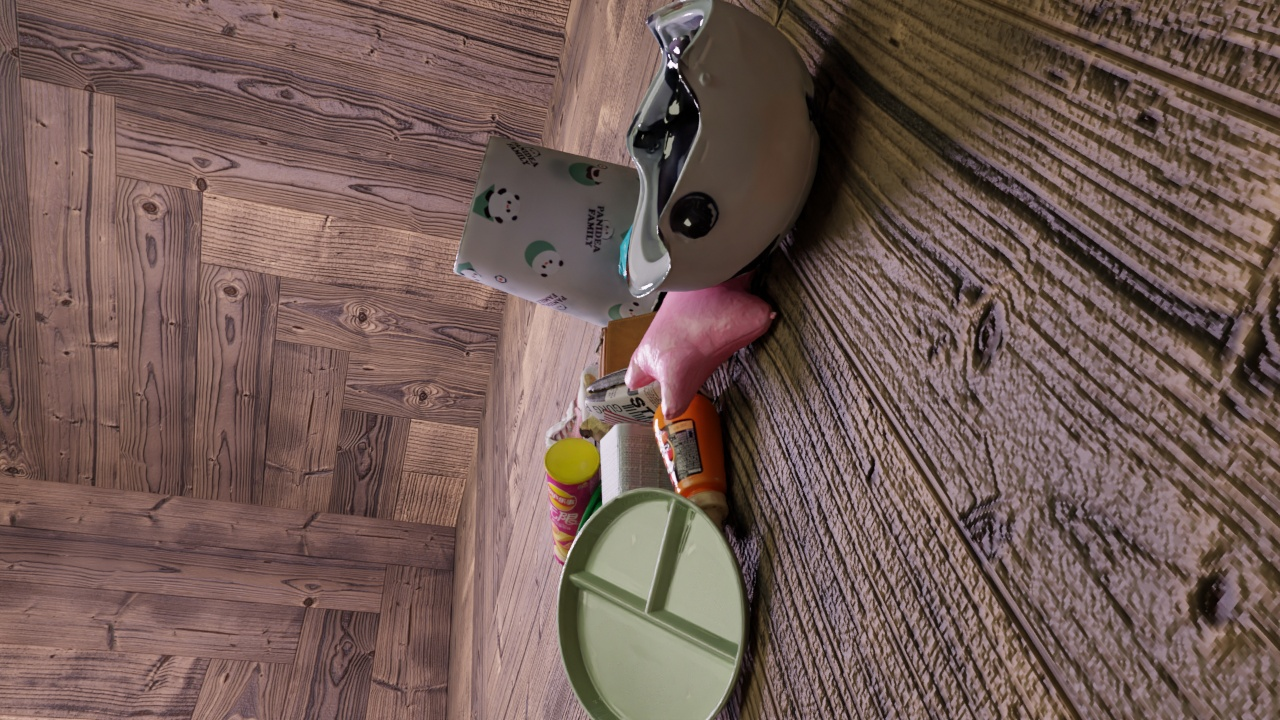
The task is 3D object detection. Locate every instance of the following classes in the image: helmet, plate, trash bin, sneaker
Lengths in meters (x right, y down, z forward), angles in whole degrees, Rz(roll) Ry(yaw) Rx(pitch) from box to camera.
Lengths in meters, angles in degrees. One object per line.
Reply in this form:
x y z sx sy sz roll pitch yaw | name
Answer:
0.073 -0.176 0.800 0.228 0.146 0.259 -107 23 -63 | helmet
0.009 0.231 0.834 0.231 0.027 0.230 -13 71 42 | plate
-0.099 -0.169 1.200 0.230 0.252 0.229 -165 91 -78 | trash bin
-0.089 0.110 1.277 0.118 0.088 0.241 -76 -7 -56 | sneaker

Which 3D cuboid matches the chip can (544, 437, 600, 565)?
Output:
-0.088 0.197 1.231 0.211 0.071 0.071 92 175 -46 | chip can

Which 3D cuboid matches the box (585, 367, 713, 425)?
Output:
0.008 0.020 0.986 0.164 0.075 0.082 -14 53 45 | box

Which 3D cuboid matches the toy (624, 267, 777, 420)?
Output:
0.059 -0.029 0.871 0.179 0.074 0.194 -4 56 54 | toy

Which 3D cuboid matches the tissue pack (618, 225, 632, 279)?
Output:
0.033 -0.134 1.028 0.134 0.093 0.050 129 131 -64 | tissue pack

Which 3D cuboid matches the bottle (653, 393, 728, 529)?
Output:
0.054 0.103 0.880 0.067 0.066 0.149 115 152 -47 | bottle

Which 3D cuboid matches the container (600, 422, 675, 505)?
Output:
0.006 0.133 0.980 0.090 0.090 0.111 130 144 -64 | container

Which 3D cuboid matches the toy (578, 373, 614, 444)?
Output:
-0.018 0.033 1.134 0.066 0.105 0.157 112 -176 -83 | toy

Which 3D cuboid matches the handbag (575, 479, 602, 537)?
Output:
-0.034 0.215 1.122 0.131 0.068 0.120 -144 64 -74 | handbag

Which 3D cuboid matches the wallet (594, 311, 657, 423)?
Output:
-0.006 0.006 1.079 0.035 0.119 0.130 49 -145 -52 | wallet
